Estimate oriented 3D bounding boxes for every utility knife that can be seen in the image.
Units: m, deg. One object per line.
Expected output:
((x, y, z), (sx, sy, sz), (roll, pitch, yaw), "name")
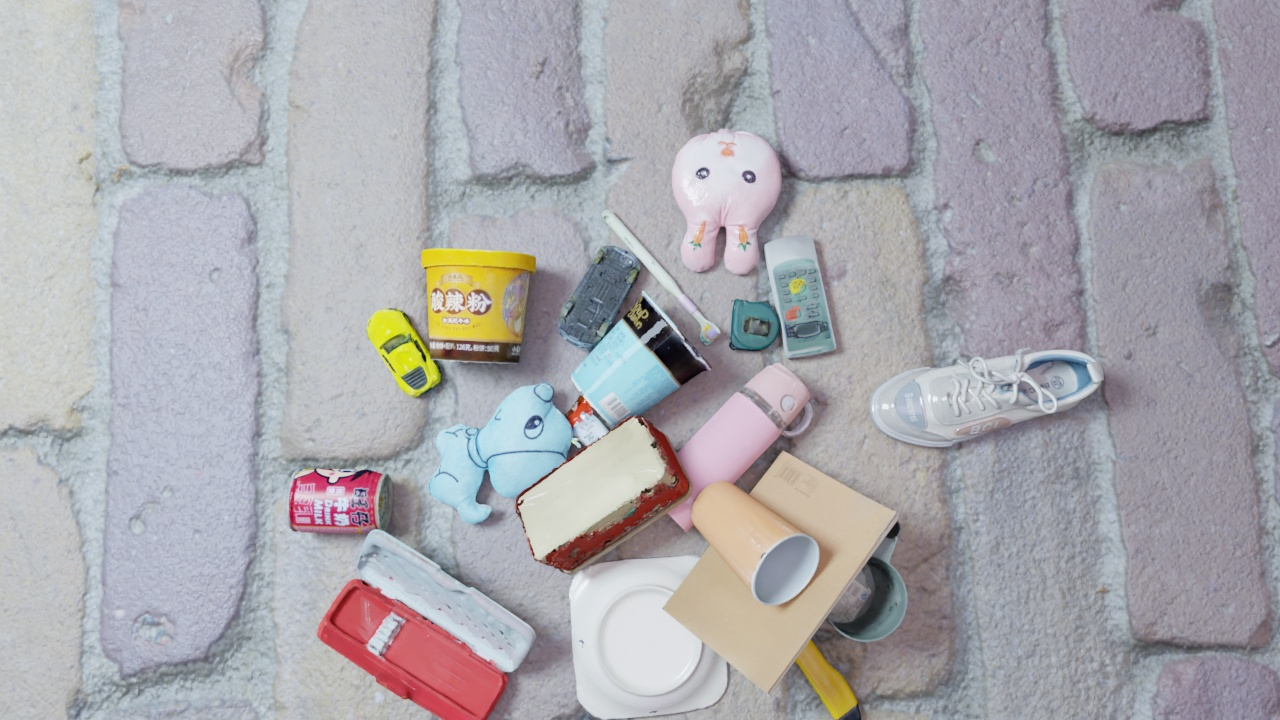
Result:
((0.183, 0.318, 0.970), (0.033, 0.015, 0.153), (-33, 84, -11), "utility knife")

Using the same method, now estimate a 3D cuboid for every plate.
((0.009, 0.290, 0.961), (0.163, 0.034, 0.164), (-6, 82, -2), "plate")

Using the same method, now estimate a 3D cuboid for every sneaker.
((0.368, 0.038, 0.971), (0.242, 0.091, 0.089), (-11, 82, -2), "sneaker")

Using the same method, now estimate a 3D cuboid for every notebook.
((0.135, 0.201, 0.912), (0.149, 0.012, 0.211), (29, 75, 43), "notebook")

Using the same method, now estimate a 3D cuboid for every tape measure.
((0.125, -0.038, 1.007), (0.054, 0.025, 0.058), (5, 84, 0), "tape measure")

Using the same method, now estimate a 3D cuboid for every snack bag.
((-0.043, 0.089, 0.987), (0.104, 0.026, 0.048), (43, 97, 3), "snack bag")

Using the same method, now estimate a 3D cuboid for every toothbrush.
((0.021, -0.095, 1.015), (0.189, 0.029, 0.020), (50, 42, 6), "toothbrush")

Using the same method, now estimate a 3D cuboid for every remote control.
((0.176, -0.071, 1.015), (0.056, 0.019, 0.135), (-10, 83, -2), "remote control")

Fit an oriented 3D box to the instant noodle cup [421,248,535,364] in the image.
((-0.171, -0.055, 0.961), (0.118, 0.118, 0.114), (3, 91, -1), "instant noodle cup")

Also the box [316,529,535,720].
((-0.218, 0.276, 0.943), (0.201, 0.065, 0.160), (32, 104, 3), "box")

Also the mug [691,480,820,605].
((0.106, 0.172, 0.898), (0.078, 0.123, 0.078), (-14, 119, -26), "mug")

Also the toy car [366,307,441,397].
((-0.258, -0.010, 0.992), (0.048, 0.032, 0.105), (-33, 83, -5), "toy car")

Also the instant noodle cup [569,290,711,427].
((-0.006, 0.006, 0.965), (0.120, 0.111, 0.111), (-41, 86, 3), "instant noodle cup")

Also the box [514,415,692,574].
((-0.042, 0.135, 0.921), (0.168, 0.077, 0.091), (-36, 54, 12), "box")

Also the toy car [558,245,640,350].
((-0.045, -0.069, 1.002), (0.054, 0.037, 0.120), (27, 73, 3), "toy car")

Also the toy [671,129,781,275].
((0.094, -0.175, 1.012), (0.121, 0.054, 0.159), (2, 91, -1), "toy")

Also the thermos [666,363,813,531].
((0.100, 0.095, 0.975), (0.198, 0.067, 0.087), (-44, 115, -7), "thermos")

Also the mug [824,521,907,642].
((0.224, 0.218, 0.939), (0.083, 0.103, 0.124), (23, 82, 2), "mug")

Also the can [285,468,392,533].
((-0.311, 0.146, 0.954), (0.094, 0.066, 0.066), (2, 83, -1), "can")

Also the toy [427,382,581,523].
((-0.142, 0.097, 0.973), (0.156, 0.050, 0.161), (9, 85, 4), "toy")
